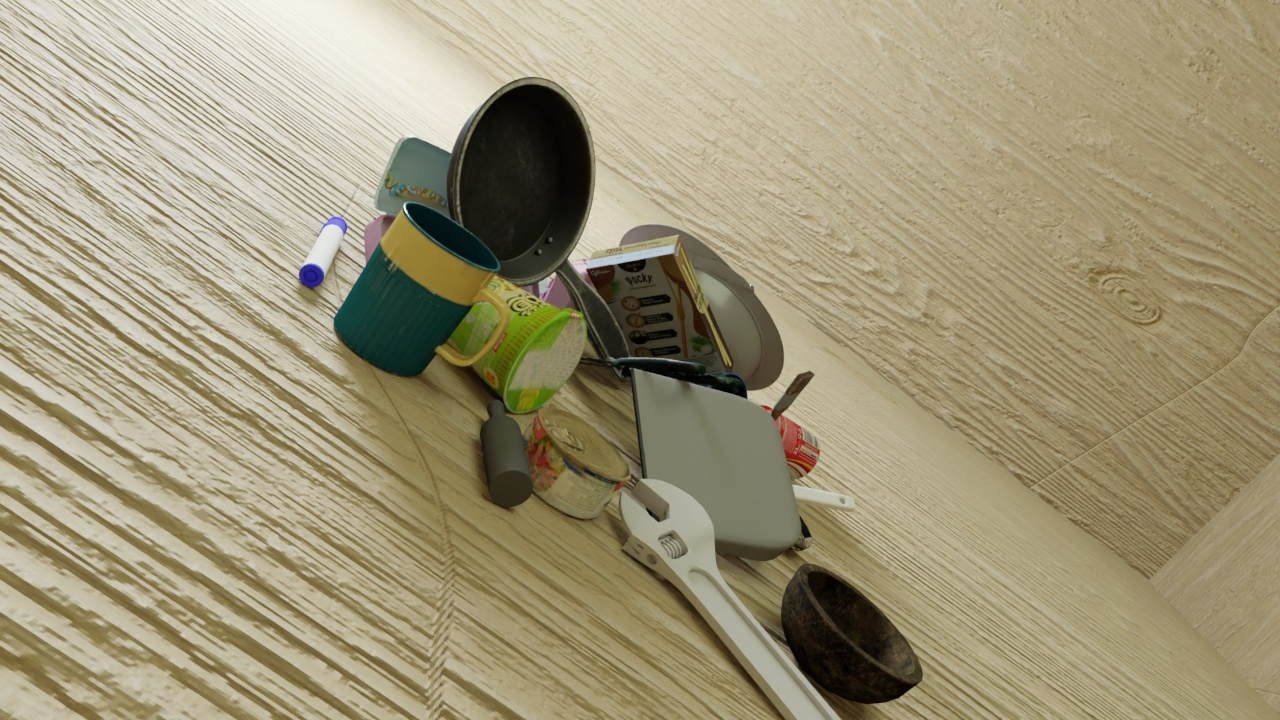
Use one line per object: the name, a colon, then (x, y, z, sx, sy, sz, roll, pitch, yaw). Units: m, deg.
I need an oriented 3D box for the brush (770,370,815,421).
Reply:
brush: (0.137, 0.069, 0.990, 0.008, 0.143, 0.045, 41, 23, 18)

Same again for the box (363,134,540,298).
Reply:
box: (-0.162, -0.109, 0.865, 0.049, 0.149, 0.214, 6, -7, 35)

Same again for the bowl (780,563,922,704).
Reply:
bowl: (0.154, 0.223, 0.719, 0.121, 0.056, 0.121, 35, 14, -11)

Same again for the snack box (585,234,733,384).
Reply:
snack box: (0.025, -0.047, 1.014, 0.031, 0.101, 0.186, -73, 146, -43)

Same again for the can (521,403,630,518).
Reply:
can: (-0.053, 0.077, 0.698, 0.086, 0.043, 0.086, 35, 14, -10)

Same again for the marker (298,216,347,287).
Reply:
marker: (-0.265, -0.093, 0.768, 0.020, 0.020, 0.141, 32, 15, -21)

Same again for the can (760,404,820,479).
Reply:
can: (0.167, 0.099, 1.132, 0.104, 0.064, 0.064, 31, 16, -26)

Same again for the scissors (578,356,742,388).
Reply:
scissors: (-0.010, 0.004, 0.885, 0.210, 0.015, 0.146, 7, -3, 12)

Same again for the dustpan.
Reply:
dustpan: (0.104, 0.107, 0.844, 0.257, 0.033, 0.163, 14, 48, -26)

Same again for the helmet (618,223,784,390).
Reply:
helmet: (0.051, -0.031, 1.133, 0.271, 0.184, 0.117, 48, 51, -14)

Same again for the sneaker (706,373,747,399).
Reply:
sneaker: (0.094, 0.059, 1.007, 0.083, 0.098, 0.241, 39, 14, 4)

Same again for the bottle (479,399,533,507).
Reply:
bottle: (-0.099, 0.060, 0.661, 0.030, 0.030, 0.113, 31, 15, -26)

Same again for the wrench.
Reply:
wrench: (0.077, 0.192, 0.670, 0.086, 0.018, 0.273, -11, 50, -49)

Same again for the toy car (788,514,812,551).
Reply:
toy car: (0.131, 0.148, 0.936, 0.113, 0.040, 0.048, 43, 14, 23)

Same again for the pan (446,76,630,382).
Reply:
pan: (-0.081, -0.104, 0.896, 0.055, 0.186, 0.357, 16, -34, 33)

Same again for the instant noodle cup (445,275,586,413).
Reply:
instant noodle cup: (-0.117, -0.024, 0.779, 0.108, 0.099, 0.098, 34, 12, 22)

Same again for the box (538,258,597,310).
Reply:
box: (-0.098, -0.088, 1.057, 0.102, 0.087, 0.201, 28, 12, 11)

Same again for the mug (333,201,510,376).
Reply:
mug: (-0.157, -0.043, 0.690, 0.113, 0.107, 0.083, 37, 12, -1)
